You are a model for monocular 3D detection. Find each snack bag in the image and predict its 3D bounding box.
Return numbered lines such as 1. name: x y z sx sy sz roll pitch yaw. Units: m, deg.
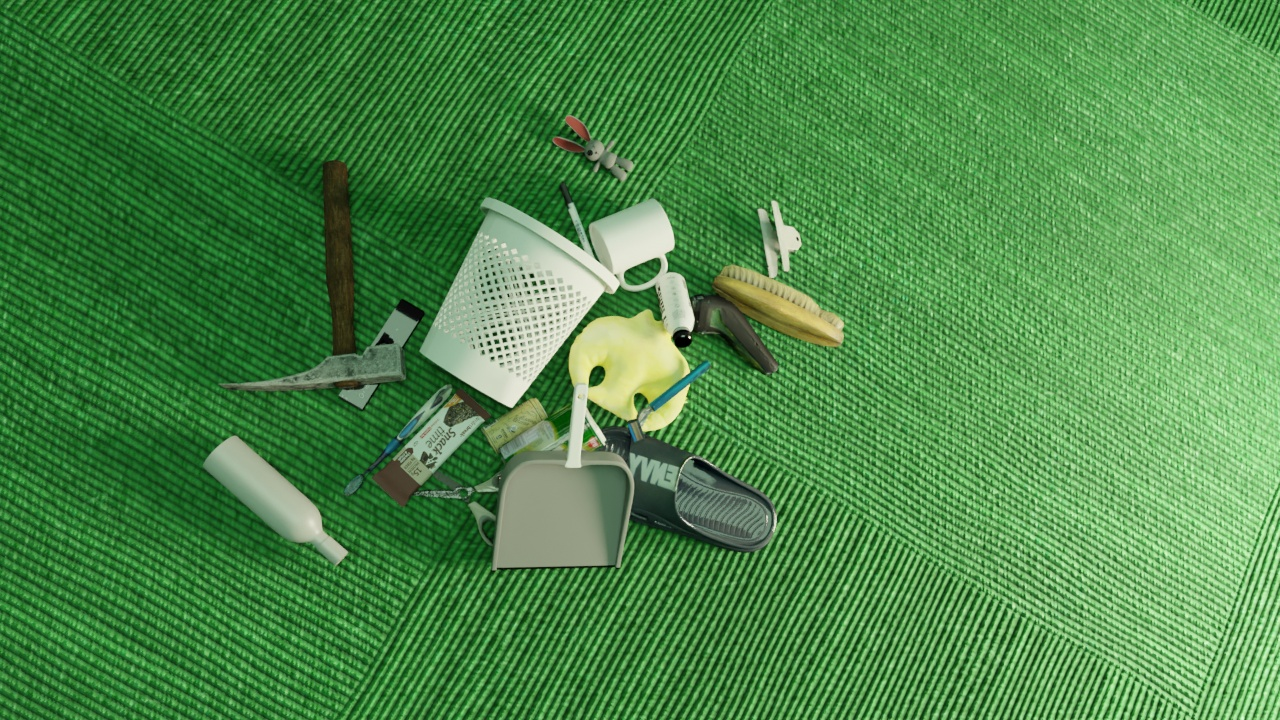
1. snack bag: -0.263 0.109 1.159 0.057 0.013 0.157 42 77 8

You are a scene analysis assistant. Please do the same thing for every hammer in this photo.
1. hammer: -0.419 -0.108 1.161 0.217 0.037 0.300 -6 78 -5

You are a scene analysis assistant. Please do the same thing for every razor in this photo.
1. razor: 0.121 -0.032 1.231 0.067 0.054 0.151 -45 96 -5
2. razor: 0.036 0.046 1.165 0.143 0.042 0.022 -41 50 -21

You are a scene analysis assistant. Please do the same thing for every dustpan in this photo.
1. dustpan: -0.087 0.145 1.102 0.163 0.033 0.258 2 108 -16

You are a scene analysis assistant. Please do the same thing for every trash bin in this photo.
1. trash bin: -0.161 -0.061 1.130 0.195 0.195 0.199 32 86 -2

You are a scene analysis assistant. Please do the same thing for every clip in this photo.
1. clip: 0.195 -0.168 1.272 0.052 0.058 0.102 -10 82 14

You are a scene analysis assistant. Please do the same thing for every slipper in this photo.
1. slipper: 0.054 0.169 1.165 0.268 0.083 0.110 24 79 -4

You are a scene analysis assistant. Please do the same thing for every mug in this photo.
1. mug: -0.006 -0.148 1.223 0.090 0.074 0.110 -24 110 -12

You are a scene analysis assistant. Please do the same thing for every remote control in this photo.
1. remote control: -0.330 -0.008 1.172 0.034 0.013 0.150 30 77 -3

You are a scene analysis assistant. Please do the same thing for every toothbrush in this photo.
1. toothbrush: -0.304 0.099 1.155 0.016 0.017 0.188 42 77 1

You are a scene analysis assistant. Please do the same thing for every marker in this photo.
1. marker: -0.080 -0.173 1.241 0.011 0.011 0.152 -20 84 -12

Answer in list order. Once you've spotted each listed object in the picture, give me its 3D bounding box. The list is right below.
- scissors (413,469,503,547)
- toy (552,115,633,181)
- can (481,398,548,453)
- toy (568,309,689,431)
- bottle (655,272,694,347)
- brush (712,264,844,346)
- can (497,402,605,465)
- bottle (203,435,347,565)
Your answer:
1. scissors: -0.203 0.172 1.160 0.165 0.013 0.157 -29 79 -14
2. toy: -0.063 -0.287 1.253 0.111 0.030 0.049 33 105 -4
3. can: -0.159 0.082 1.169 0.079 0.038 0.038 -31 86 -13
4. toy: -0.007 0.007 1.191 0.170 0.065 0.154 30 67 -10
5. bottle: 0.047 -0.064 1.197 0.041 0.041 0.115 -1 46 -9
6. brush: 0.189 -0.073 1.240 0.195 0.059 0.043 25 68 -6
7. can: -0.109 0.106 1.140 0.121 0.067 0.067 -32 86 -4
8. bottle: -0.433 0.174 1.104 0.195 0.052 0.052 41 77 0
